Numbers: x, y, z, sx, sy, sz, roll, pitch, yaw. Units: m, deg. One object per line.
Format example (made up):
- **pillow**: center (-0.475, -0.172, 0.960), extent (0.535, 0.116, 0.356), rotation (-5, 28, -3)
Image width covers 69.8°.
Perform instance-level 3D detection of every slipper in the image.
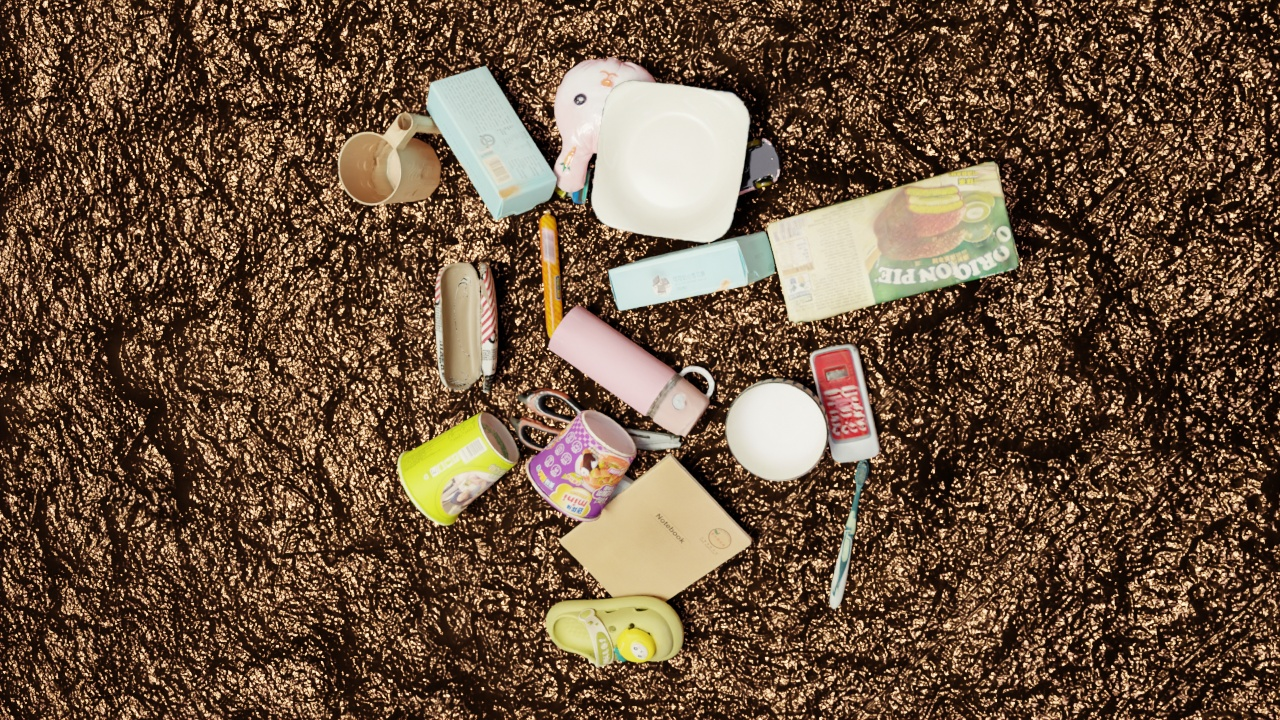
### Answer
- **slipper**: center (-0.040, 0.353, 1.160), extent (0.191, 0.081, 0.092), rotation (-4, 113, 23)

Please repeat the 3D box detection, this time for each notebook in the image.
- **notebook**: center (0.015, 0.224, 1.138), extent (0.148, 0.008, 0.208), rotation (47, 117, -5)

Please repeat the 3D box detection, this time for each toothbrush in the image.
- **toothbrush**: center (0.246, 0.208, 1.083), extent (0.016, 0.018, 0.192), rotation (12, 104, 14)

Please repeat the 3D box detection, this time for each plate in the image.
- **plate**: center (0.033, -0.218, 1.011), extent (0.164, 0.034, 0.164), rotation (11, 102, 9)

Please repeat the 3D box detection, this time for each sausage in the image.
- **sausage**: center (-0.109, -0.102, 1.126), extent (0.021, 0.021, 0.165), rotation (0, 101, 16)

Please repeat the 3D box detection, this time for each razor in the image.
- **razor**: center (-0.128, -0.215, 1.109), extent (0.143, 0.022, 0.042), rotation (8, 88, 15)

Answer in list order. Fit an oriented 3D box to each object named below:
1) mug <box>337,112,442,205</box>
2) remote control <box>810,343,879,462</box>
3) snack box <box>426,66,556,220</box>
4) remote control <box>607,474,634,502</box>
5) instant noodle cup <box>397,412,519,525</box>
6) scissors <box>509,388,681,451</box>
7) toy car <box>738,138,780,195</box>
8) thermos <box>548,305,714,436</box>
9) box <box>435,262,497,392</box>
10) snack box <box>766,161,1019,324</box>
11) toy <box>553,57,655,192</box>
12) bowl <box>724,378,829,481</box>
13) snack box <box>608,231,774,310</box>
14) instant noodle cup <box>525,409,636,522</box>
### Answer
- **mug**: center (-0.289, -0.246, 1.108), extent (0.084, 0.103, 0.125), rotation (45, 109, 4)
- **remote control**: center (0.235, 0.050, 1.054), extent (0.056, 0.020, 0.136), rotation (-12, 97, 18)
- **snack box**: center (-0.174, -0.254, 1.068), extent (0.175, 0.074, 0.052), rotation (58, 153, 10)
- **remote control**: center (0.006, 0.190, 1.148), extent (0.125, 0.024, 0.049), rotation (31, 110, 8)
- **instant noodle cup**: center (-0.224, 0.130, 1.168), extent (0.123, 0.111, 0.111), rotation (-35, 89, 11)
- **scissors**: center (-0.056, 0.076, 1.148), extent (0.209, 0.015, 0.185), rotation (-31, 91, 20)
- **toy car**: center (0.098, -0.209, 1.035), extent (0.122, 0.037, 0.056), rotation (-16, 97, 15)
- **thermos**: center (-0.007, 0.006, 1.099), extent (0.198, 0.067, 0.087), rotation (33, 78, 8)
- **box**: center (-0.221, -0.041, 1.147), extent (0.087, 0.076, 0.163), rotation (-2, 103, -3)
- **snack box**: center (0.263, -0.124, 0.975), extent (0.240, 0.063, 0.114), rotation (-15, 96, 12)
- **toy**: center (-0.043, -0.265, 1.054), extent (0.121, 0.054, 0.159), rotation (13, 101, 5)
- **bowl**: center (0.161, 0.074, 1.057), extent (0.116, 0.066, 0.116), rotation (3, 102, 17)
- **snack box**: center (0.056, -0.099, 1.026), extent (0.175, 0.074, 0.051), rotation (-9, 100, 35)
- **instant noodle cup**: center (-0.065, 0.121, 1.101), extent (0.111, 0.111, 0.099), rotation (41, 109, 6)
